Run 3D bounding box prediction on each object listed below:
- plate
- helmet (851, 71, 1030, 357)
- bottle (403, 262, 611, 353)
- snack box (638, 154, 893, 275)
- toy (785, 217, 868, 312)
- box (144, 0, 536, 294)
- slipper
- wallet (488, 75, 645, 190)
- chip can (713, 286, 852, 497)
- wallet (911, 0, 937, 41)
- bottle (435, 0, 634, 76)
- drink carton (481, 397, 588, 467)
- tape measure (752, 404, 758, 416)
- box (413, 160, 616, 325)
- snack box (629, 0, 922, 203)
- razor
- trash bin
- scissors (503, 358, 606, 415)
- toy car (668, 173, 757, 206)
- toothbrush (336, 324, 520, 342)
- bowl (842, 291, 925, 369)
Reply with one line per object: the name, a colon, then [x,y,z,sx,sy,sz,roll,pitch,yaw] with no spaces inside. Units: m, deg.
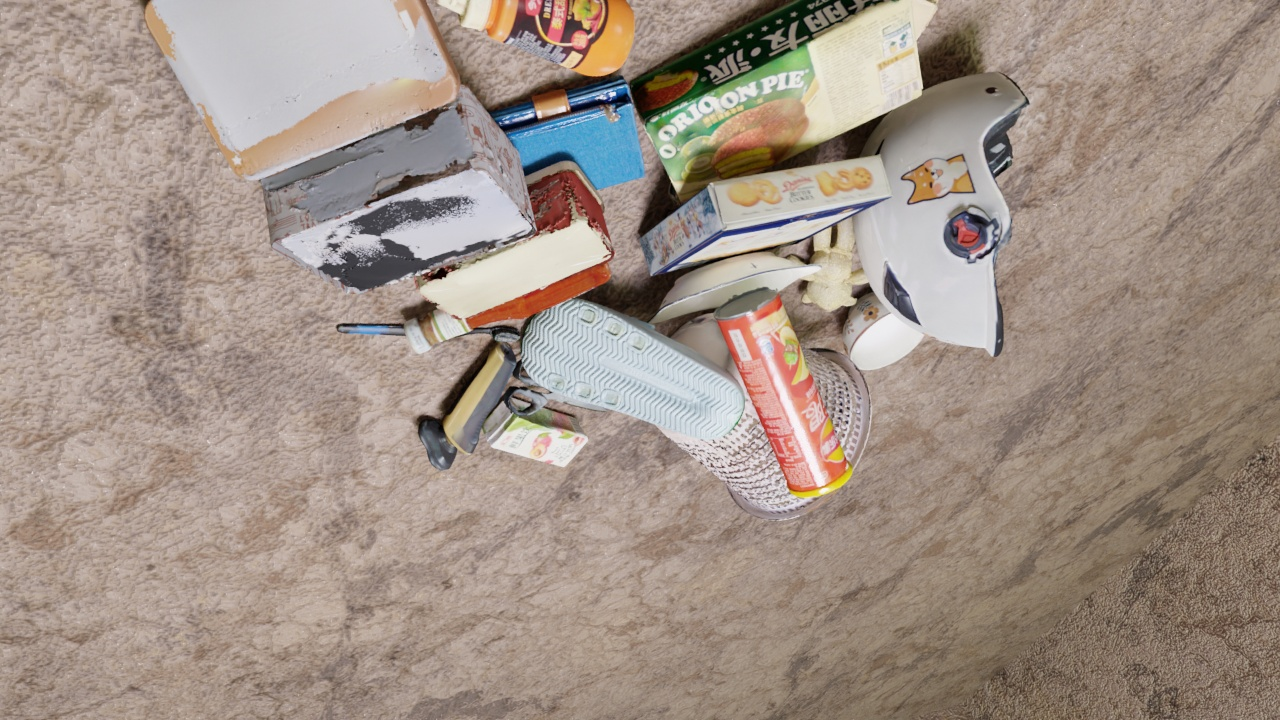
plate: [0.094,-0.082,0.979,0.164,0.034,0.164,-13,174,-20]
helmet: [0.290,-0.146,0.916,0.157,0.274,0.229,5,-178,18]
bottle: [-0.130,-0.063,0.894,0.206,0.059,0.060,-25,143,-2]
snack box: [0.114,-0.137,0.880,0.177,0.046,0.183,-14,177,-21]
toy: [0.217,-0.120,1.039,0.105,0.066,0.157,6,139,11]
box: [-0.203,-0.164,0.668,0.179,0.126,0.274,-18,139,8]
slipper: [-0.006,0.006,0.963,0.245,0.074,0.104,23,107,5]
wallet: [-0.067,-0.185,0.800,0.133,0.040,0.106,-16,144,-1]
chip can: [0.146,0.034,0.942,0.073,0.073,0.216,-26,106,0]
wallet: [0.213,-0.309,0.834,0.115,0.024,0.087,4,133,-32]
bottle: [-0.081,-0.260,0.690,0.149,0.066,0.067,6,133,-26]
drink carton: [-0.124,0.084,1.082,0.054,0.045,0.122,-47,139,17]
tape measure: [0.172,0.052,1.239,0.058,0.025,0.055,-7,141,-27]
box: [-0.113,-0.097,0.809,0.168,0.079,0.091,-21,156,13]
snack box: [0.121,-0.238,0.808,0.240,0.063,0.114,-24,143,9]
razor: [-0.188,0.046,1.003,0.067,0.062,0.168,30,115,-13]
trash bin: [0.122,0.050,1.074,0.192,0.227,0.228,30,117,-34]
scissors: [-0.088,0.032,1.061,0.174,0.014,0.136,-28,125,-41]
toy car: [0.072,-0.172,0.904,0.090,0.035,0.042,-8,138,-20]
toothbrush: [-0.209,-0.028,0.925,0.189,0.016,0.014,1,127,-30]
bowl: [0.304,-0.048,1.168,0.113,0.062,0.114,-15,142,-12]
